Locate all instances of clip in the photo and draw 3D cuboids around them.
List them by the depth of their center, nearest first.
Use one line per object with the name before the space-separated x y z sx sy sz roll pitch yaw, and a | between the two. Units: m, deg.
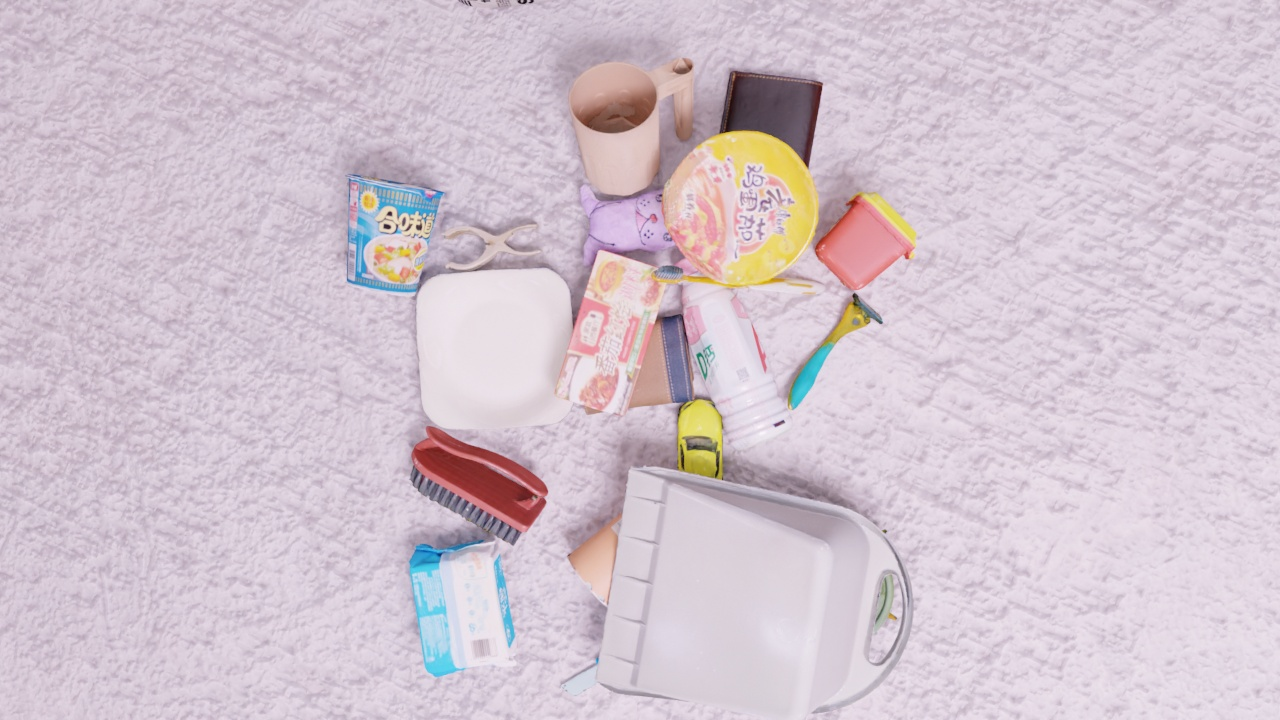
clip | -0.155 -0.106 0.948 0.104 0.035 0.082 8 89 -4

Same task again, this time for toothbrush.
toothbrush | 0.100 -0.079 0.897 0.191 0.018 0.016 2 63 -21

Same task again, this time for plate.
plate | -0.147 -0.011 0.947 0.164 0.034 0.163 -2 91 4

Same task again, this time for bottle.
bottle | 0.087 -0.012 0.914 0.068 0.068 0.197 -22 86 5

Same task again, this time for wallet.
wallet | 0.127 -0.227 0.928 0.096 0.020 0.122 10 93 9
wallet | -0.006 0.005 0.939 0.115 0.033 0.090 -9 88 6

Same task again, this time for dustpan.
dustpan | 0.117 0.230 0.881 0.258 0.142 0.222 11 93 29

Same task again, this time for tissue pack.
tissue pack | -0.181 0.253 0.942 0.090 0.063 0.140 -9 92 3

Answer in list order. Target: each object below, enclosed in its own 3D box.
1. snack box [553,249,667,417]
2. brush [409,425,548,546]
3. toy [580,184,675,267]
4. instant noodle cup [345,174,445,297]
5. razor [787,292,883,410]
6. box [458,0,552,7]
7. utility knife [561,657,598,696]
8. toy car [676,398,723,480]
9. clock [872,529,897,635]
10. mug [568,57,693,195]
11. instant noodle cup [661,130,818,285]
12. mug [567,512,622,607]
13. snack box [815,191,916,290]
snack box | -0.028 -0.027 0.910 0.075 0.025 0.153 18 91 1
brush | -0.167 0.122 0.937 0.146 0.063 0.069 28 112 4
toy | -0.008 -0.141 0.930 0.108 0.039 0.084 -6 92 6
instant noodle cup | -0.255 -0.125 0.927 0.099 0.099 0.110 13 100 4
razor | 0.188 -0.005 0.924 0.043 0.028 0.132 36 92 -28
box | -0.112 -0.403 0.924 0.163 0.076 0.087 -9 65 5
utility knife | 0.000 0.297 0.952 0.191 0.018 0.034 -32 77 5
toy car | 0.061 0.092 0.935 0.048 0.032 0.105 0 90 5
clock | 0.172 0.224 0.918 0.161 0.056 0.116 -7 90 4
mug | -0.004 -0.230 0.889 0.124 0.104 0.084 -27 68 -8
instant noodle cup | 0.101 -0.148 0.876 0.138 0.109 0.138 3 104 11
mug | -0.004 0.183 0.924 0.123 0.078 0.078 -44 88 0
snack box | 0.216 -0.112 0.890 0.082 0.091 0.080 45 101 3
